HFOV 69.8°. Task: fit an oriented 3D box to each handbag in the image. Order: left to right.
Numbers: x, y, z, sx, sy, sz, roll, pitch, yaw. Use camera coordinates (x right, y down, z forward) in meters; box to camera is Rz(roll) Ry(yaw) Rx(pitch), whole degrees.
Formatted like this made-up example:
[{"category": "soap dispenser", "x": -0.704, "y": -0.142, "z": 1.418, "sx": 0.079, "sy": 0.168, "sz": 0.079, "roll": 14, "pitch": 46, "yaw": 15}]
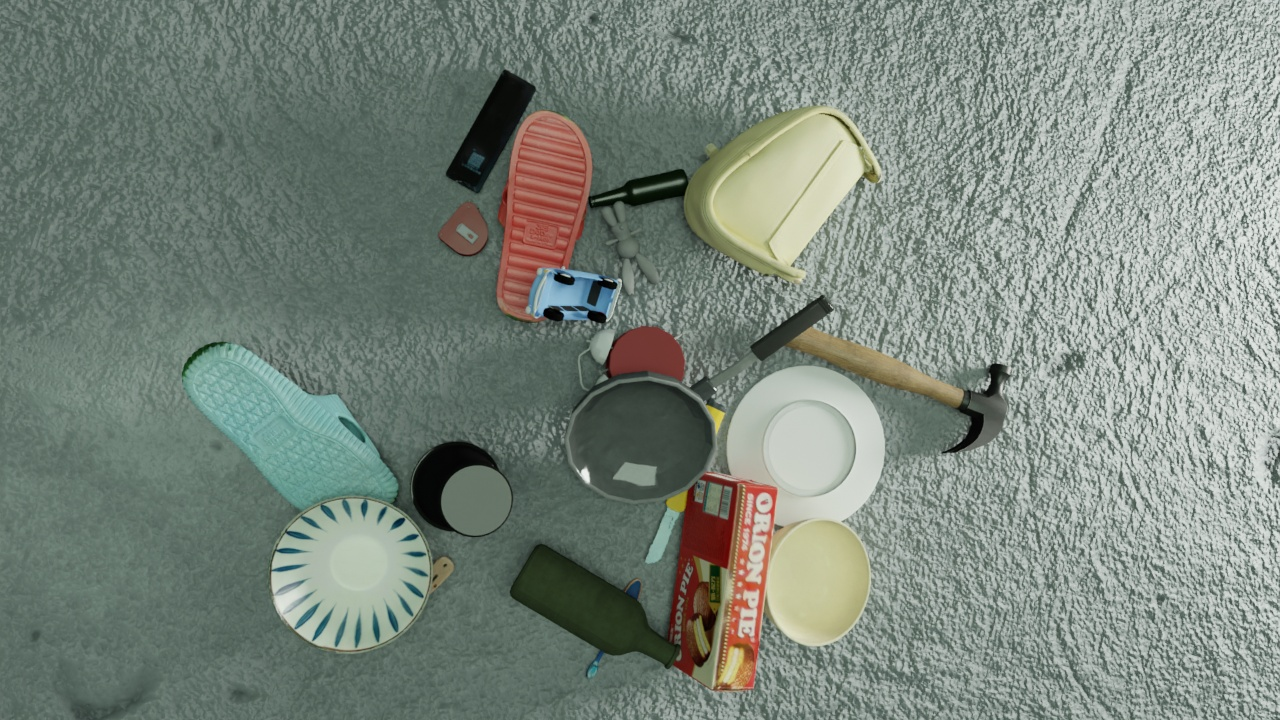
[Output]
[{"category": "handbag", "x": 0.174, "y": -0.213, "z": 1.123, "sx": 0.191, "sy": 0.089, "sz": 0.232, "roll": 43, "pitch": 81, "yaw": -21}]

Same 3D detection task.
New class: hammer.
[{"category": "hammer", "x": 0.321, "y": 0.021, "z": 1.165, "sx": 0.305, "sy": 0.040, "sz": 0.132, "roll": 21, "pitch": 80, "yaw": -8}]

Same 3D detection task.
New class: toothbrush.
[{"category": "toothbrush", "x": -0.033, "y": 0.328, "z": 1.116, "sx": 0.021, "sy": 0.017, "sz": 0.135, "roll": 28, "pitch": 85, "yaw": -5}]

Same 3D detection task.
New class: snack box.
[{"category": "snack box", "x": 0.094, "y": 0.255, "z": 1.084, "sx": 0.060, "sy": 0.113, "sz": 0.236, "roll": 9, "pitch": 87, "yaw": -26}]

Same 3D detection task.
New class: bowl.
[{"category": "bowl", "x": -0.324, "y": 0.236, "z": 1.046, "sx": 0.177, "sy": 0.071, "sz": 0.177, "roll": 0, "pitch": 91, "yaw": -8}, {"category": "bowl", "x": 0.197, "y": 0.263, "z": 1.115, "sx": 0.150, "sy": 0.075, "sz": 0.150, "roll": 1, "pitch": 87, "yaw": -25}]

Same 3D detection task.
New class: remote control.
[{"category": "remote control", "x": -0.180, "y": -0.278, "z": 1.107, "sx": 0.047, "sy": 0.022, "sz": 0.150, "roll": 28, "pitch": 85, "yaw": -7}]

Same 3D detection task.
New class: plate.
[{"category": "plate", "x": 0.212, "y": 0.110, "z": 1.159, "sx": 0.208, "sy": 0.015, "sz": 0.208, "roll": 0, "pitch": 88, "yaw": -9}]

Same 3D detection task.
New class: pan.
[{"category": "pan", "x": 0.069, "y": 0.036, "z": 1.059, "sx": 0.358, "sy": 0.041, "sz": 0.178, "roll": -37, "pitch": 115, "yaw": 17}]

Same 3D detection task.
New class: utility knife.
[{"category": "utility knife", "x": 0.054, "y": 0.150, "z": 1.133, "sx": 0.030, "sy": 0.019, "sz": 0.217, "roll": 24, "pitch": 80, "yaw": -2}]

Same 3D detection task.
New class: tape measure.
[{"category": "tape measure", "x": -0.206, "y": -0.156, "z": 1.101, "sx": 0.051, "sy": 0.019, "sz": 0.059, "roll": 38, "pitch": 84, "yaw": -6}]

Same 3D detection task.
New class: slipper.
[{"category": "slipper", "x": -0.393, "y": 0.082, "z": 1.041, "sx": 0.116, "sy": 0.069, "sz": 0.276, "roll": -40, "pitch": 113, "yaw": 3}, {"category": "slipper", "x": -0.118, "y": -0.170, "z": 1.097, "sx": 0.103, "sy": 0.059, "sz": 0.249, "roll": 8, "pitch": 103, "yaw": -9}]

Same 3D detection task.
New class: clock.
[{"category": "clock", "x": -0.007, "y": 0.006, "z": 1.112, "sx": 0.137, "sy": 0.048, "sz": 0.096, "roll": -6, "pitch": 89, "yaw": -9}]

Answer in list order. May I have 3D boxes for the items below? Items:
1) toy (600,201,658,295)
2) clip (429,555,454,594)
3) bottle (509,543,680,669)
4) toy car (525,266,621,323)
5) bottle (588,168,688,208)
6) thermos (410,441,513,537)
[{"category": "toy", "x": -0.015, "y": -0.138, "z": 1.117, "sx": 0.049, "sy": 0.030, "sz": 0.112, "roll": -24, "pitch": 104, "yaw": -9}, {"category": "clip", "x": -0.245, "y": 0.257, "z": 1.080, "sx": 0.061, "sy": 0.049, "sz": 0.025, "roll": -42, "pitch": 95, "yaw": 20}, {"category": "bottle", "x": -0.049, "y": 0.296, "z": 1.076, "sx": 0.207, "sy": 0.071, "sz": 0.071, "roll": 31, "pitch": 84, "yaw": 0}, {"category": "toy car", "x": -0.080, "y": -0.077, "z": 1.065, "sx": 0.055, "sy": 0.153, "sz": 0.056, "roll": 25, "pitch": 104, "yaw": 30}, {"category": "bottle", "x": -0.003, "y": -0.207, "z": 1.127, "sx": 0.123, "sy": 0.033, "sz": 0.033, "roll": -14, "pitch": 90, "yaw": -8}, {"category": "thermos", "x": -0.192, "y": 0.143, "z": 1.000, "sx": 0.105, "sy": 0.219, "sz": 0.106, "roll": 1, "pitch": 86, "yaw": -17}]
